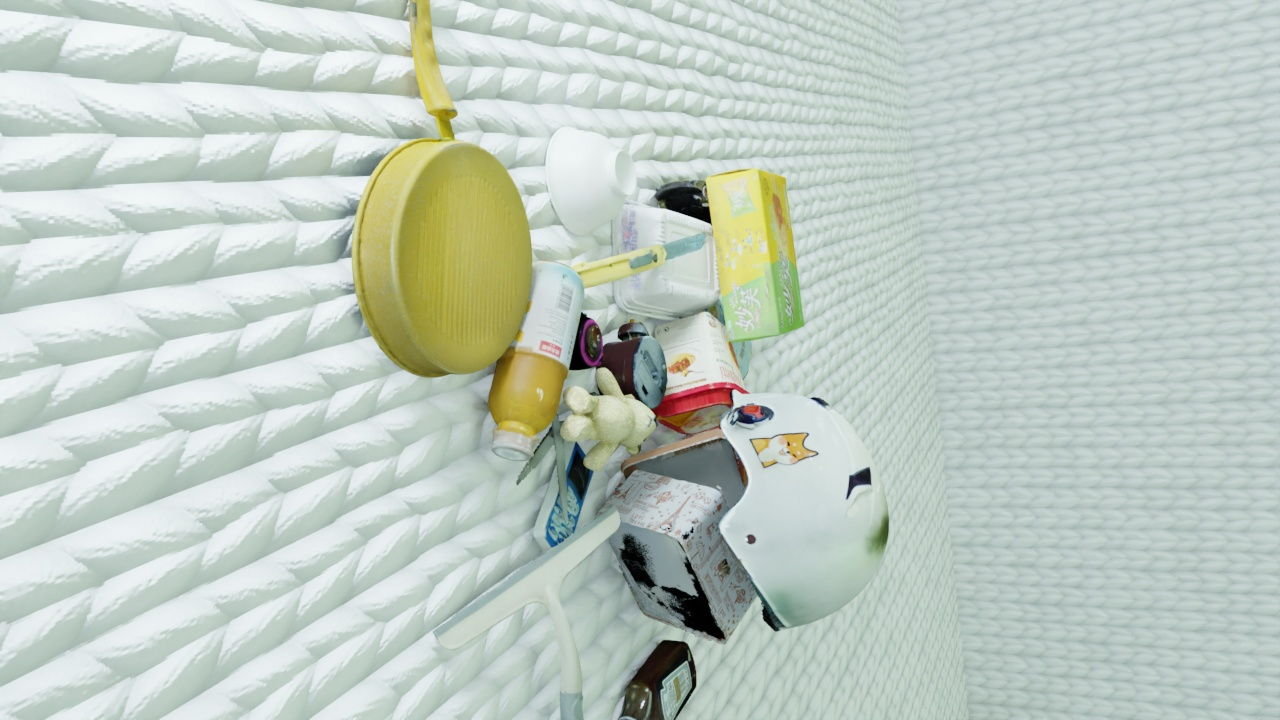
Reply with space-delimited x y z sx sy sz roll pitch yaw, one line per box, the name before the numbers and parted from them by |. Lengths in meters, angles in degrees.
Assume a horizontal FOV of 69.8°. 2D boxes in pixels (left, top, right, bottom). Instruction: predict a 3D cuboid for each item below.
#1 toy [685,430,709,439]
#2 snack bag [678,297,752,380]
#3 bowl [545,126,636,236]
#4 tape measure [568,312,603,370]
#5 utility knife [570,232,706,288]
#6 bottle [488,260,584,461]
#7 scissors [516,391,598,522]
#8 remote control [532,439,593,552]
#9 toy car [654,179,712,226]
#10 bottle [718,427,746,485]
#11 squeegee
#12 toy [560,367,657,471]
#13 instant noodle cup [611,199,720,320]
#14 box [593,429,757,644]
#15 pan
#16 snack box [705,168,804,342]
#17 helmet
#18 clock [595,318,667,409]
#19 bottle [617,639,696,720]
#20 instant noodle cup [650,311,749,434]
toy | 0.079 0.155 1.187 0.159 0.054 0.121 -82 157 -44
snack bag | 0.100 -0.051 1.270 0.191 0.039 0.110 48 54 -43
bowl | -0.044 -0.197 0.986 0.118 0.065 0.118 14 74 -61
tape measure | -0.063 -0.018 0.953 0.057 0.039 0.057 52 43 -48
utility knife | -0.005 -0.112 1.020 0.215 0.022 0.031 -23 115 -40
bottle | -0.099 0.000 0.850 0.068 0.068 0.189 45 48 -51
scissors | -0.081 0.071 0.909 0.159 0.014 0.179 3 76 -59
remote control | -0.077 0.138 0.922 0.124 0.024 0.049 -72 145 -43
toy car | 0.076 -0.203 1.210 0.158 0.070 0.042 29 60 -59
bottle | 0.136 0.134 1.244 0.057 0.058 0.174 38 45 -55
squeegee | -0.072 0.302 0.873 0.245 0.039 0.247 -27 117 -49
toy | -0.034 0.057 0.912 0.157 0.066 0.105 18 69 -64
instant noodle cup | 0.040 -0.121 1.118 0.173 0.060 0.138 5 81 -52
box | 0.063 0.189 1.051 0.173 0.152 0.182 -45 128 -33
pan | -0.167 -0.164 0.768 0.197 0.078 0.357 3 91 -65
snack box | 0.151 -0.134 1.179 0.157 0.070 0.210 -18 100 -67
helmet | 0.182 0.146 0.984 0.273 0.157 0.230 -82 155 -47
clock | -0.006 0.006 1.042 0.082 0.055 0.121 61 36 -38
bottle | 0.006 0.395 1.030 0.194 0.044 0.080 -35 117 -58
instant noodle cup | 0.072 0.016 1.143 0.116 0.117 0.124 31 47 -57
